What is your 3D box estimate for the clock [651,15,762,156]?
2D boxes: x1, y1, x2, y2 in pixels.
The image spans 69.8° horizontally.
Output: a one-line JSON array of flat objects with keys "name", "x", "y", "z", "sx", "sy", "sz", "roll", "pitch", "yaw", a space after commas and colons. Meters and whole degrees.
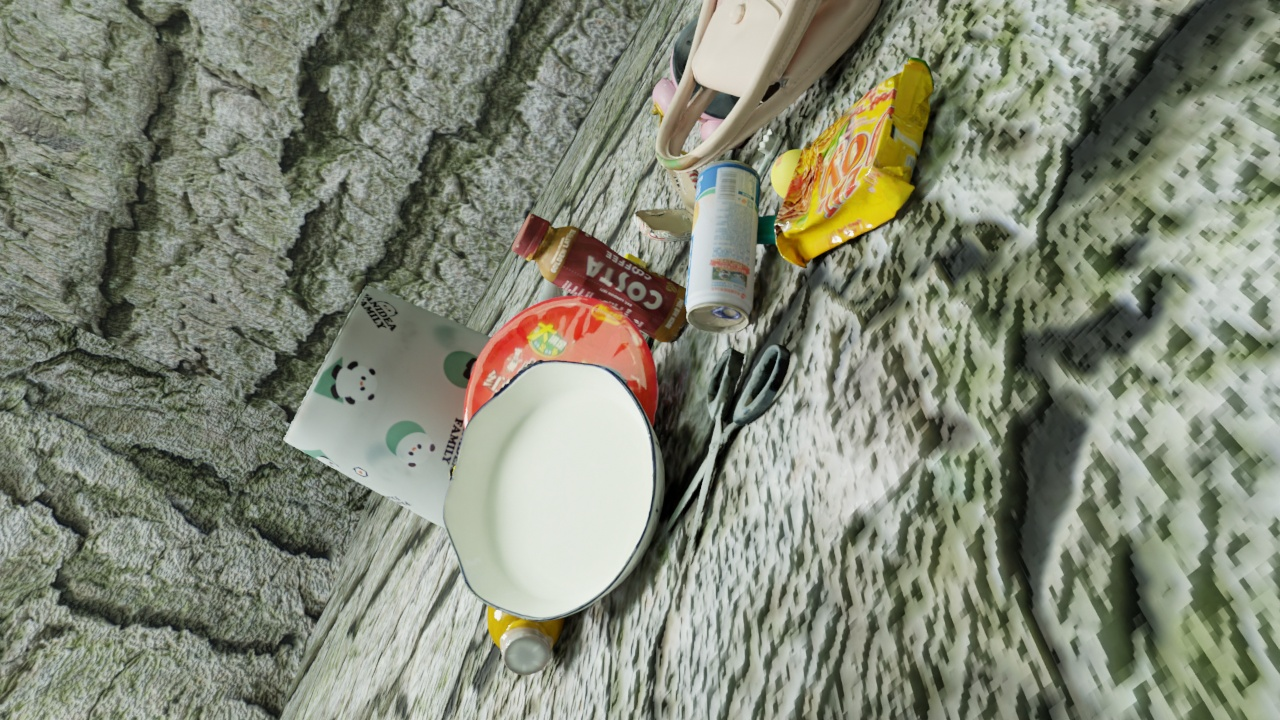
[{"name": "clock", "x": 0.078, "y": -0.290, "z": 0.979, "sx": 0.158, "sy": 0.117, "sz": 0.060, "roll": -61, "pitch": 5, "yaw": -5}]

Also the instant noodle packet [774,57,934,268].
[{"name": "instant noodle packet", "x": 0.143, "y": -0.130, "z": 0.621, "sx": 0.129, "sy": 0.044, "sz": 0.110, "roll": -32, "pitch": 38, "yaw": 61}]

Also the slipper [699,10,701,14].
[{"name": "slipper", "x": 0.115, "y": -0.382, "z": 1.061, "sx": 0.254, "sy": 0.095, "sz": 0.104, "roll": -35, "pitch": 28, "yaw": 53}]

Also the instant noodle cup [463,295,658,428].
[{"name": "instant noodle cup", "x": -0.062, "y": 0.043, "z": 0.818, "sx": 0.193, "sy": 0.194, "sz": 0.066, "roll": -63, "pitch": -28, "yaw": -3}]

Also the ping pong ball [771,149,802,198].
[{"name": "ping pong ball", "x": 0.122, "y": -0.144, "z": 0.716, "sx": 0.040, "sy": 0.040, "sz": 0.040, "roll": -55, "pitch": 17, "yaw": 25}]

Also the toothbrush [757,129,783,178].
[{"name": "toothbrush", "x": 0.088, "y": -0.135, "z": 0.861, "sx": 0.180, "sy": 0.016, "sz": 0.016, "roll": -63, "pitch": 18, "yaw": -2}]

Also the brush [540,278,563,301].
[{"name": "brush", "x": -0.112, "y": -0.030, "z": 1.098, "sx": 0.109, "sy": 0.060, "sz": 0.315, "roll": -92, "pitch": 12, "yaw": -58}]

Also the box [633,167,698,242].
[{"name": "box", "x": 0.037, "y": -0.176, "z": 0.988, "sx": 0.162, "sy": 0.076, "sz": 0.087, "roll": -113, "pitch": 25, "yaw": -73}]

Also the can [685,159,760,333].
[{"name": "can", "x": 0.067, "y": -0.092, "z": 0.740, "sx": 0.053, "sy": 0.053, "sz": 0.134, "roll": -38, "pitch": 41, "yaw": 57}]

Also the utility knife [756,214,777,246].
[{"name": "utility knife", "x": 0.087, "y": -0.112, "z": 0.801, "sx": 0.029, "sy": 0.013, "sz": 0.222, "roll": -67, "pitch": 19, "yaw": -2}]

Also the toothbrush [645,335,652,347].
[{"name": "toothbrush", "x": -0.005, "y": 0.005, "z": 0.922, "sx": 0.012, "sy": 0.017, "sz": 0.185, "roll": 118, "pitch": 171, "yaw": -59}]

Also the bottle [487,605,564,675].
[{"name": "bottle", "x": -0.100, "y": 0.200, "z": 0.799, "sx": 0.068, "sy": 0.068, "sz": 0.189, "roll": -59, "pitch": 16, "yaw": 12}]

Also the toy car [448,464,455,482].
[{"name": "toy car", "x": -0.109, "y": 0.098, "z": 0.881, "sx": 0.155, "sy": 0.071, "sz": 0.041, "roll": -26, "pitch": 1, "yaw": -19}]

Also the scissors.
[{"name": "scissors", "x": 0.054, "y": 0.056, "z": 0.649, "sx": 0.181, "sy": 0.014, "sz": 0.159, "roll": -55, "pitch": 17, "yaw": 28}]

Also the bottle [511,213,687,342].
[{"name": "bottle", "x": -0.035, "y": -0.079, "z": 0.864, "sx": 0.058, "sy": 0.175, "sz": 0.057, "roll": -55, "pitch": 17, "yaw": 25}]

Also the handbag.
[{"name": "handbag", "x": 0.094, "y": -0.277, "z": 0.861, "sx": 0.234, "sy": 0.093, "sz": 0.193, "roll": -57, "pitch": 28, "yaw": 8}]

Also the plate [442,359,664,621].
[{"name": "plate", "x": -0.066, "y": 0.102, "z": 0.727, "sx": 0.205, "sy": 0.045, "sz": 0.204, "roll": -14, "pitch": 64, "yaw": 30}]

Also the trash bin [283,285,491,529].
[{"name": "trash bin", "x": -0.221, "y": 0.059, "z": 0.985, "sx": 0.230, "sy": 0.252, "sz": 0.229, "roll": -54, "pitch": 18, "yaw": 26}]

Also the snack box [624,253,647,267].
[{"name": "snack box", "x": -0.043, "y": -0.056, "z": 1.124, "sx": 0.141, "sy": 0.033, "sz": 0.086, "roll": -48, "pitch": 21, "yaw": 39}]
